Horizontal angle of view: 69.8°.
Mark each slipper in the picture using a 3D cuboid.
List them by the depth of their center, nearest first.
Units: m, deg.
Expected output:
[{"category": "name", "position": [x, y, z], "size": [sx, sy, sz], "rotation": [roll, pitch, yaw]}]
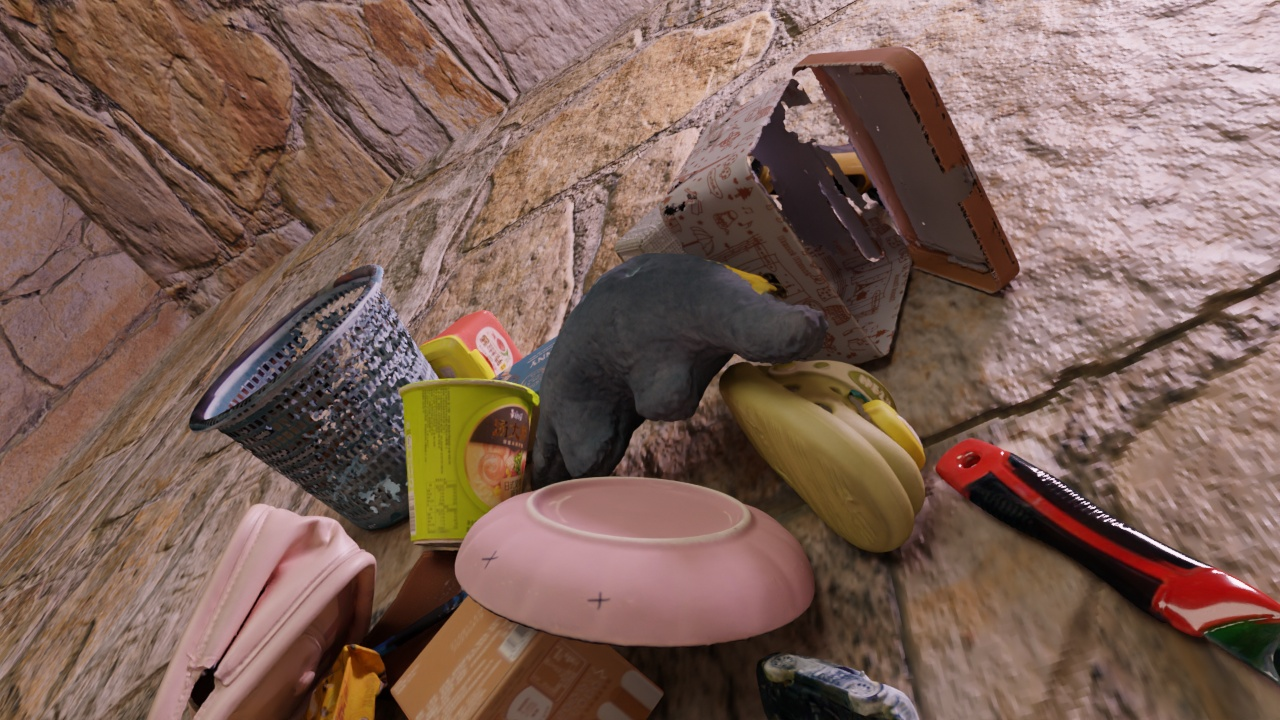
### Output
[{"category": "slipper", "position": [0.109, 0.035, 0.539], "size": [0.081, 0.091, 0.190], "rotation": [-37, 21, -5]}]

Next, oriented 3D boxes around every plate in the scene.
[{"category": "plate", "position": [-0.002, 0.096, 0.496], "size": [0.192, 0.039, 0.192], "rotation": [3, 7, -1]}]

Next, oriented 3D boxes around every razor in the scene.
[{"category": "razor", "position": [0.157, -0.151, 0.750], "size": [0.167, 0.067, 0.062], "rotation": [-8, -27, -31]}]

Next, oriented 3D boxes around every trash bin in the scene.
[{"category": "trash bin", "position": [-0.282, 0.050, 0.902], "size": [0.227, 0.195, 0.226], "rotation": [-30, 26, 16]}]

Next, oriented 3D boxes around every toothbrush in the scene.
[{"category": "toothbrush", "position": [-0.136, 0.173, 0.653], "size": [0.189, 0.016, 0.014], "rotation": [-31, 26, -3]}]

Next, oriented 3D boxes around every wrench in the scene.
[{"category": "wrench", "position": [0.220, 0.086, 0.387], "size": [0.056, 0.016, 0.273], "rotation": [-42, 25, -8]}]

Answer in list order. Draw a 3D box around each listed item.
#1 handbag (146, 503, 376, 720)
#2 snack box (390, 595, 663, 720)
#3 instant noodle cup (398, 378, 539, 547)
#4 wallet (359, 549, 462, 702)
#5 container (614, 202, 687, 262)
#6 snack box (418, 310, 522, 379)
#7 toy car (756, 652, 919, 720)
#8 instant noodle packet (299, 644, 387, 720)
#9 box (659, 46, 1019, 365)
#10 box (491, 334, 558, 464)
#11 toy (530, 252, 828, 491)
[{"category": "handbag", "position": [-0.268, 0.230, 0.605], "size": [0.194, 0.093, 0.233], "rotation": [114, 179, -46]}, {"category": "snack box", "position": [-0.061, 0.179, 0.495], "size": [0.092, 0.094, 0.077], "rotation": [-50, 31, -16]}, {"category": "instant noodle cup", "position": [-0.137, 0.086, 0.726], "size": [0.112, 0.111, 0.123], "rotation": [-13, 72, 42]}, {"category": "wallet", "position": [-0.156, 0.197, 0.682], "size": [0.101, 0.032, 0.124], "rotation": [-10, 37, 41]}, {"category": "container", "position": [0.048, -0.110, 0.846], "size": [0.114, 0.090, 0.090], "rotation": [-41, 14, -13]}, {"category": "snack box", "position": [-0.180, -0.001, 0.984], "size": [0.082, 0.091, 0.079], "rotation": [-15, 26, 38]}, {"category": "toy car", "position": [0.089, 0.157, 0.413], "size": [0.034, 0.043, 0.091], "rotation": [-13, 4, -33]}, {"category": "instant noodle packet", "position": [-0.203, 0.262, 0.591], "size": [0.111, 0.044, 0.128], "rotation": [-60, 19, 16]}, {"category": "box", "position": [0.150, -0.106, 0.620], "size": [0.178, 0.182, 0.152], "rotation": [-19, 31, 41]}, {"category": "box", "position": [-0.092, 0.036, 0.835], "size": [0.184, 0.061, 0.089], "rotation": [-35, 26, 10]}, {"category": "toy", "position": [-0.004, 0.004, 0.623], "size": [0.358, 0.091, 0.137], "rotation": [-39, 51, 52]}]
